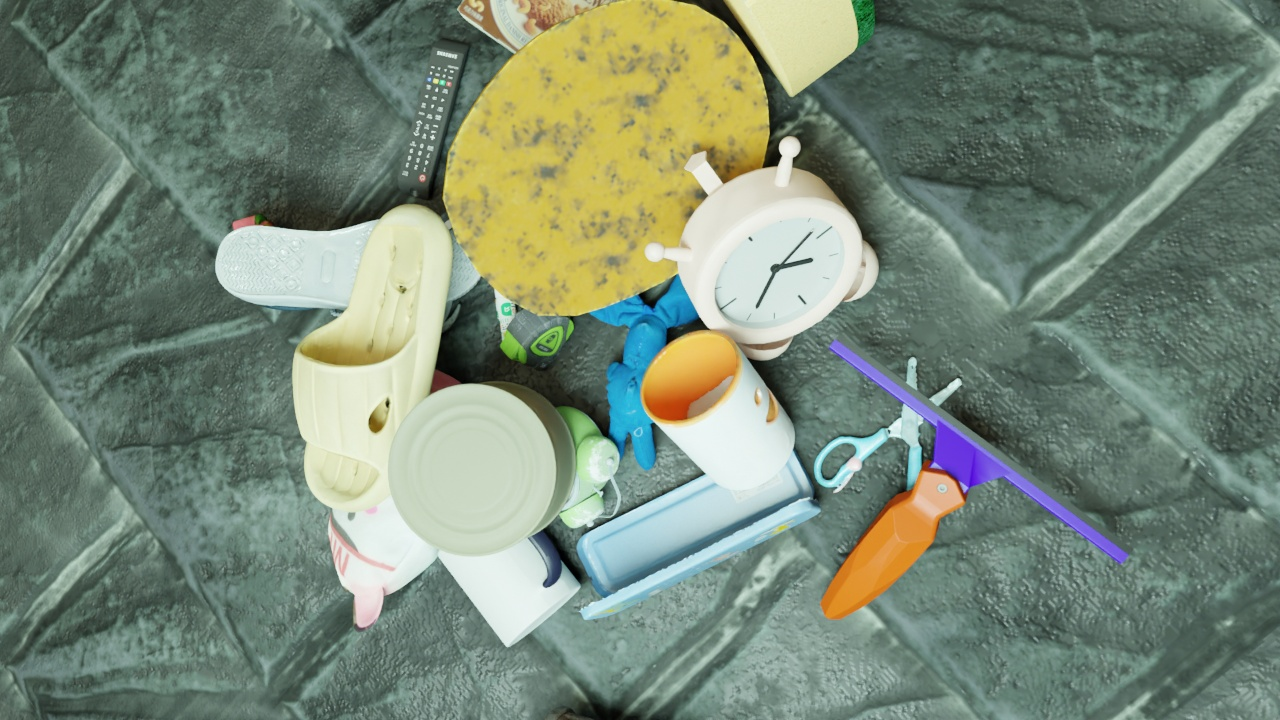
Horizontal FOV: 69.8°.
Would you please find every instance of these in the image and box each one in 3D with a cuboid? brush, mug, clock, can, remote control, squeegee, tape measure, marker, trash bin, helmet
[{"bbox_3d":[0.067,-0.327,0.666,0.075,0.195,0.250,-35,80,14],"label":"brush"},{"bbox_3d":[0.061,0.039,0.696,0.082,0.105,0.082,-21,46,23],"label":"mug"},{"bbox_3d":[0.094,-0.081,0.690,0.131,0.160,0.086,-37,38,14],"label":"clock"},{"bbox_3d":[-0.117,0.079,0.689,0.128,0.073,0.127,0,89,6],"label":"can"},{"bbox_3d":[-0.189,-0.221,0.839,0.033,0.015,0.147,18,95,17],"label":"remote control"},{"bbox_3d":[0.194,0.129,0.687,0.249,0.055,0.185,38,116,12],"label":"squeegee"},{"bbox_3d":[-0.104,0.169,0.765,0.097,0.078,0.112,49,137,12],"label":"mug"},{"bbox_3d":[-0.089,-0.025,0.781,0.059,0.065,0.036,-45,69,5],"label":"tape measure"},{"bbox_3d":[-0.061,0.085,0.762,0.119,0.042,0.095,39,132,25],"label":"clock"},{"bbox_3d":[-0.125,-0.083,0.817,0.017,0.017,0.145,-9,86,17],"label":"marker"},{"bbox_3d":[0.017,0.361,0.709,0.211,0.130,0.131,11,92,19],"label":"trash bin"},{"bbox_3d":[-0.036,-0.165,0.722,0.255,0.131,0.205,-37,118,0],"label":"helmet"}]

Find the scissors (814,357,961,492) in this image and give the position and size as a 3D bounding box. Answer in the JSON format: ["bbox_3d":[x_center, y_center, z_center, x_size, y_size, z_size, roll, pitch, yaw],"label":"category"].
[{"bbox_3d":[0.208,0.072,0.712,0.139,0.015,0.120,-43,78,18],"label":"scissors"}]

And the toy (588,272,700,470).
[{"bbox_3d":[-0.004,0.004,0.754,0.113,0.071,0.176,11,92,6],"label":"toy"}]

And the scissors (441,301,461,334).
[{"bbox_3d":[-0.227,-0.004,0.848,0.150,0.019,0.131,5,92,18],"label":"scissors"}]

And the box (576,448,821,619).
[{"bbox_3d":[0.038,0.139,0.733,0.211,0.078,0.072,-28,84,15],"label":"box"}]

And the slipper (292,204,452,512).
[{"bbox_3d":[-0.221,-0.001,0.730,0.111,0.079,0.261,19,94,28],"label":"slipper"}]

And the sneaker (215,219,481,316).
[{"bbox_3d":[-0.258,-0.079,0.827,0.235,0.087,0.089,0,81,-5],"label":"sneaker"}]

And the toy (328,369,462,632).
[{"bbox_3d":[-0.204,0.119,0.800,0.142,0.084,0.213,35,95,44],"label":"toy"}]

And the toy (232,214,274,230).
[{"bbox_3d":[-0.367,-0.097,0.882,0.104,0.046,0.084,-4,101,22],"label":"toy"}]

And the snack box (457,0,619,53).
[{"bbox_3d":[-0.059,-0.320,0.786,0.143,0.041,0.147,38,101,15],"label":"snack box"}]
